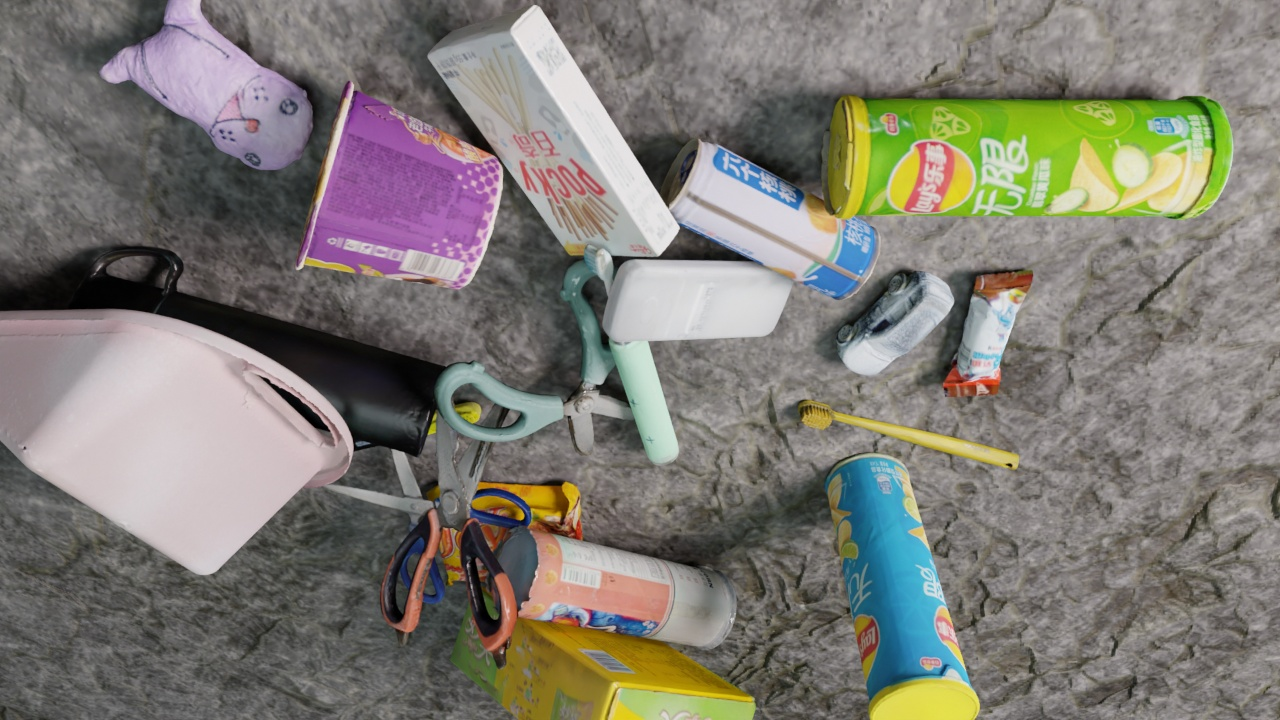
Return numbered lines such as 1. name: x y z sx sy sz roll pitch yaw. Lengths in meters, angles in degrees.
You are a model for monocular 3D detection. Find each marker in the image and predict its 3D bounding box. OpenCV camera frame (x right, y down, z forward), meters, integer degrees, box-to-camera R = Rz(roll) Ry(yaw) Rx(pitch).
1. marker: -0.183 0.054 0.719 0.124 0.015 0.018 -14 124 14

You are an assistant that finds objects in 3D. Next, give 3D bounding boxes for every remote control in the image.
1. remote control: 0.039 -0.040 0.601 0.135 0.020 0.056 -3 128 -31

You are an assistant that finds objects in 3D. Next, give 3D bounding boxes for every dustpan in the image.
1. dustpan: -0.337 0.033 0.638 0.274 0.138 0.223 26 157 32

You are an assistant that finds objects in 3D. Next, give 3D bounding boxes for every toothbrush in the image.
1. toothbrush: 0.212 0.062 0.721 0.190 0.016 0.016 14 129 -11
2. toothbrush: -0.004 0.004 0.644 0.027 0.026 0.225 27 152 31

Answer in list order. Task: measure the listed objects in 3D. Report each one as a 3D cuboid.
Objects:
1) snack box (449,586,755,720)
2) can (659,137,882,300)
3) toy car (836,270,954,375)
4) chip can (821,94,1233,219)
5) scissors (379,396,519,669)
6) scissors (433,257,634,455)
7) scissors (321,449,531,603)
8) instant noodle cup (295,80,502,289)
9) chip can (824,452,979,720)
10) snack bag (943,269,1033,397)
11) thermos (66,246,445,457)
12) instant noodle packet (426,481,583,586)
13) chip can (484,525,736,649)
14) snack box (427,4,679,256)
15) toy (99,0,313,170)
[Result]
1. snack box: -0.035 0.260 0.751 0.157 0.210 0.070 22 84 -39
2. can: 0.081 -0.088 0.575 0.134 0.053 0.053 23 126 -18
3. toy car: 0.178 -0.023 0.642 0.043 0.034 0.091 26 126 -24
4. chip can: 0.223 -0.118 0.537 0.221 0.072 0.073 0 130 0
5. scissors: -0.142 0.128 0.692 0.189 0.226 0.015 -30 166 27
6. scissors: -0.069 0.013 0.640 0.180 0.019 0.170 -19 131 -23
7. scissors: -0.169 0.122 0.735 0.162 0.012 0.173 -7 112 7
8. instant noodle cup: -0.141 -0.095 0.543 0.099 0.111 0.112 14 129 -23
9. chip can: 0.187 0.166 0.683 0.071 0.209 0.071 0 130 0
10. snack bag: 0.245 -0.017 0.650 0.048 0.026 0.104 -5 131 -11
11. thermos: -0.259 -0.007 0.635 0.242 0.068 0.090 18 106 -10
12. instant noodle packet: -0.113 0.150 0.781 0.128 0.044 0.111 -1 125 2
13. chip can: -0.019 0.190 0.759 0.214 0.071 0.071 22 128 -36
14. snack box: -0.049 -0.125 0.534 0.085 0.026 0.157 8 143 46
15. toy: -0.238 -0.157 0.529 0.084 0.038 0.108 -40 118 18
